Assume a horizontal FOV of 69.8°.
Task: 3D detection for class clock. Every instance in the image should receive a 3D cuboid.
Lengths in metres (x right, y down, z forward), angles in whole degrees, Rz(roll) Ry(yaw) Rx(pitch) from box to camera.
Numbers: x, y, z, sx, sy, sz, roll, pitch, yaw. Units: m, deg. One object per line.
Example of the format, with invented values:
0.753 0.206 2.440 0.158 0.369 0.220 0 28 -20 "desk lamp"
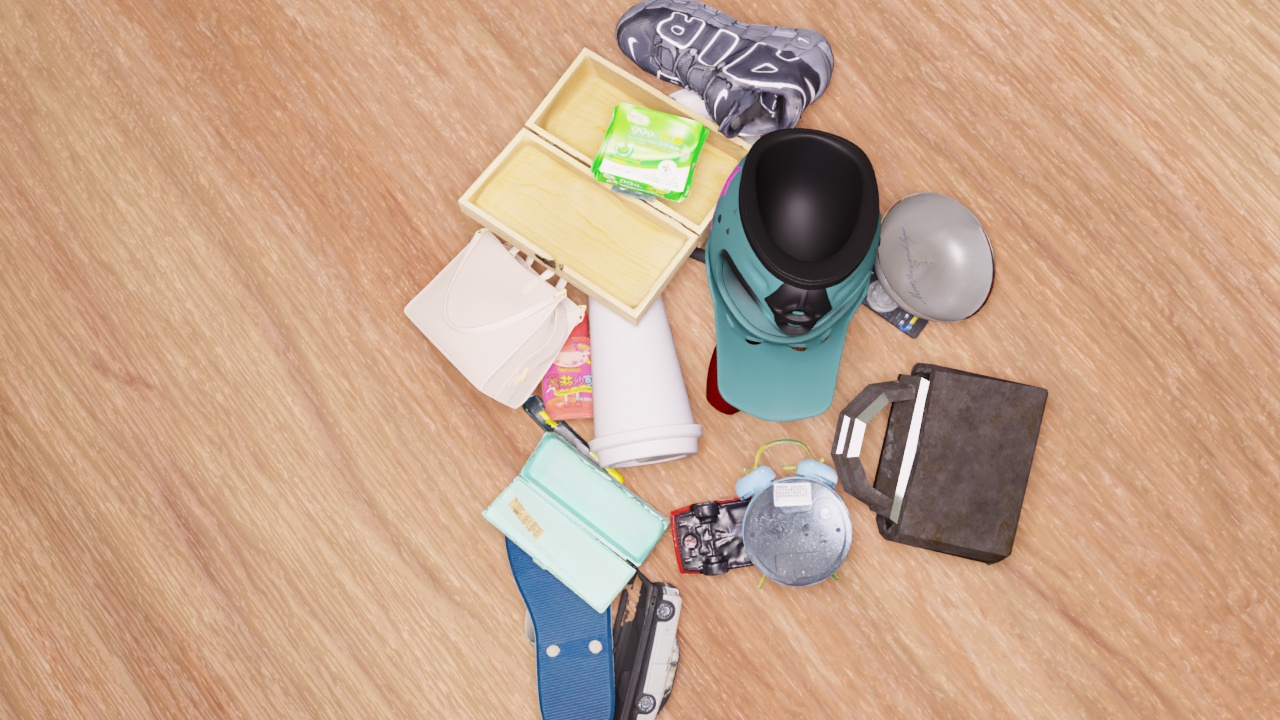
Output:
0.165 0.167 1.002 0.118 0.060 0.162 -3 86 -2 "clock"

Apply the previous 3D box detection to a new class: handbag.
-0.154 -0.076 1.080 0.198 0.101 0.194 -51 56 2 "handbag"
0.306 0.103 0.997 0.199 0.102 0.197 13 91 -5 "handbag"

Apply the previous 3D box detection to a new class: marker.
0.083 -0.119 1.090 0.134 0.015 0.018 25 74 11 "marker"

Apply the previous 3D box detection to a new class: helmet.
0.154 -0.090 0.950 0.176 0.201 0.274 8 54 2 "helmet"

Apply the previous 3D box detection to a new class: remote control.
0.269 -0.082 1.051 0.140 0.021 0.045 36 97 5 "remote control"

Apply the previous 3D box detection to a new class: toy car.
0.006 0.346 1.072 0.071 0.094 0.191 12 90 -19 "toy car"
0.131 0.195 1.055 0.189 0.056 0.081 -9 88 1 "toy car"

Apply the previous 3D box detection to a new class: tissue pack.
0.010 -0.229 1.015 0.114 0.034 0.099 15 73 5 "tissue pack"

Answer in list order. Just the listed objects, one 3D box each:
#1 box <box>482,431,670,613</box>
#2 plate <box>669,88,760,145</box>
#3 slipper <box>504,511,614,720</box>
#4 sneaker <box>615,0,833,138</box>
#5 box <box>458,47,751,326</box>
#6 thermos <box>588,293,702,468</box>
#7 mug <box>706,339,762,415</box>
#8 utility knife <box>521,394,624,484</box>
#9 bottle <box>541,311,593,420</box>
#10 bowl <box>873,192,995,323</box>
-0.075 0.188 1.079 0.187 0.052 0.138 37 86 15 "box"
0.066 -0.251 1.097 0.157 0.014 0.157 0 88 11 "plate"
-0.087 0.296 1.087 0.118 0.060 0.294 -11 69 1 "slipper"
0.081 -0.311 1.022 0.252 0.097 0.150 14 52 6 "sneaker"
-0.034 -0.202 1.047 0.247 0.068 0.253 33 71 12 "box"
-0.006 0.006 1.058 0.132 0.131 0.221 -11 79 11 "thermos"
0.126 0.022 1.056 0.114 0.087 0.088 24 113 -16 "mug"
-0.087 0.098 1.120 0.172 0.020 0.029 42 93 11 "utility knife"
-0.084 0.004 1.102 0.071 0.048 0.134 -3 85 -8 "bottle"
0.312 -0.107 1.012 0.150 0.057 0.150 3 79 -18 "bowl"
